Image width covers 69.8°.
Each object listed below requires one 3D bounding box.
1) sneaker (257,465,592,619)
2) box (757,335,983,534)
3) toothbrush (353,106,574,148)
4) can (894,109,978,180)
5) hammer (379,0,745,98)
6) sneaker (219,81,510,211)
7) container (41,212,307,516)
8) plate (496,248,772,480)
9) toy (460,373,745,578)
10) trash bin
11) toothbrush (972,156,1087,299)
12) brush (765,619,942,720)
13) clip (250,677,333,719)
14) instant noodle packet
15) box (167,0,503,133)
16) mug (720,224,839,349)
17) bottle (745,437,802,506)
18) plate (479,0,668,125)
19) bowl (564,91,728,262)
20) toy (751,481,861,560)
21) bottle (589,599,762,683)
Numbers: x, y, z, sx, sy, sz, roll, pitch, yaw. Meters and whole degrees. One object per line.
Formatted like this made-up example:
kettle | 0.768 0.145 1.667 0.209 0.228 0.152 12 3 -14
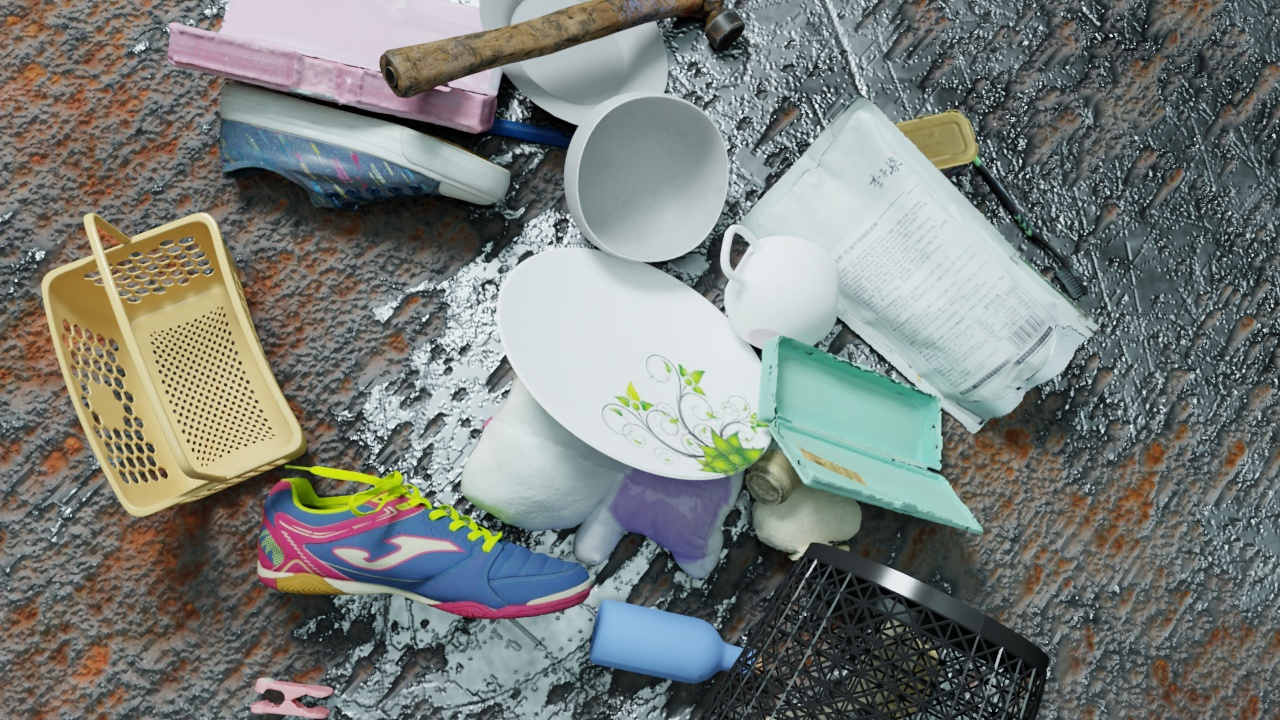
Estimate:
sneaker | -0.153 0.128 0.655 0.242 0.116 0.091 6 88 1
box | 0.173 0.062 0.696 0.187 0.056 0.137 19 51 -29
toothbrush | -0.148 -0.203 0.770 0.190 0.017 0.016 10 74 -5
can | 0.232 -0.174 0.788 0.099 0.059 0.054 -14 81 -10
hammer | -0.060 -0.270 0.727 0.329 0.033 0.120 -30 81 -34
sneaker | -0.221 -0.152 0.729 0.235 0.087 0.079 16 97 1
container | -0.323 0.004 0.633 0.129 0.167 0.183 -23 83 -11
plate | -0.004 0.004 0.690 0.229 0.030 0.228 20 39 -17
toy | -0.024 0.087 0.698 0.209 0.086 0.137 20 78 -8
trash bin | 0.128 0.262 0.575 0.217 0.217 0.243 28 79 -1
toothbrush | 0.333 -0.130 0.815 0.017 0.014 0.188 -37 85 -4
brush | 0.104 0.275 0.694 0.272 0.062 0.077 -23 78 -6
clip | -0.255 0.255 0.669 0.059 0.023 0.041 14 82 2
instant noodle packet | 0.226 -0.073 0.755 0.269 0.057 0.147 44 114 1
box | -0.227 -0.240 0.733 0.233 0.075 0.172 12 43 -5
mug | 0.102 -0.056 0.724 0.124 0.090 0.076 37 61 -35
bottle | 0.125 0.068 0.720 0.042 0.043 0.109 46 56 3
plate | -0.056 -0.268 0.771 0.172 0.019 0.172 11 68 -27
bowl | 0.000 -0.149 0.740 0.131 0.064 0.132 -7 109 -20
toy | 0.132 0.124 0.721 0.087 0.050 0.112 -4 58 -8
bottle | 0.030 0.217 0.694 0.131 0.048 0.048 13 78 -4
